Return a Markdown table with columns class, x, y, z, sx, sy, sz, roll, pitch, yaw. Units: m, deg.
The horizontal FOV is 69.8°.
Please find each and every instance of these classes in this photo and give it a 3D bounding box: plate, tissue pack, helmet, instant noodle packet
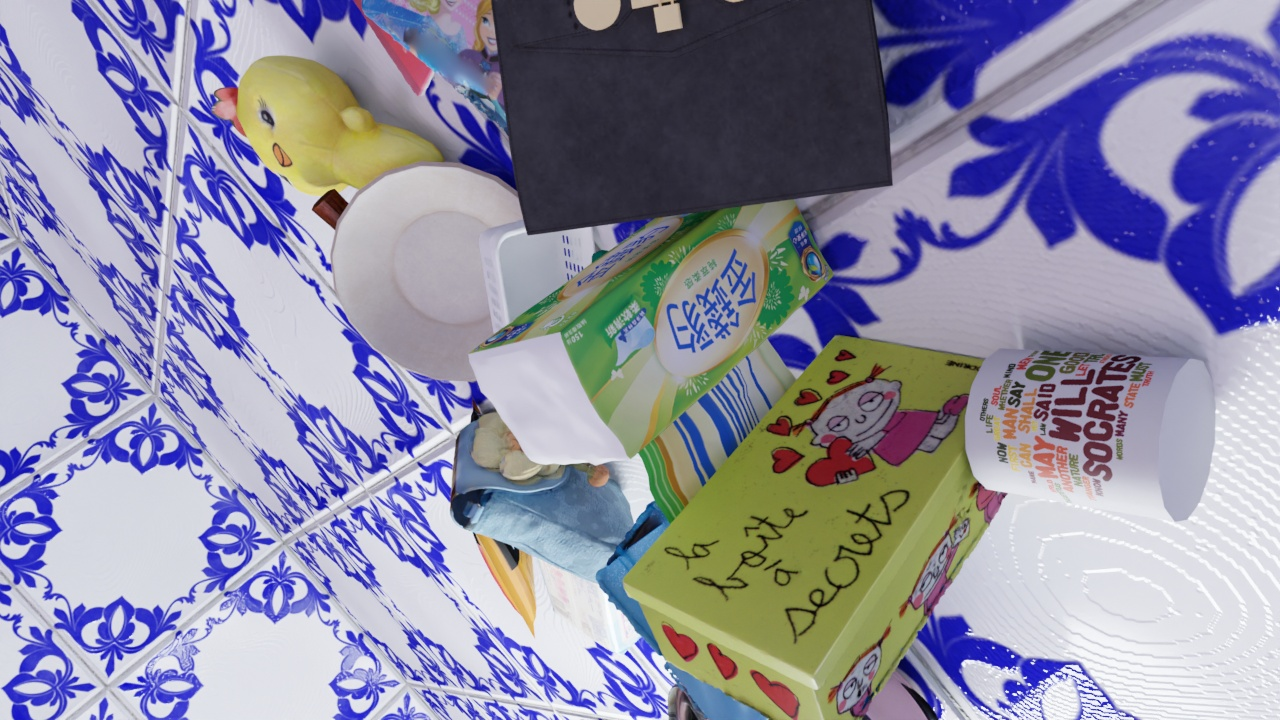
| class | x | y | z | sx | sy | sz | roll | pitch | yaw |
| --- | --- | --- | --- | --- | --- | --- | --- | --- | --- |
| plate | -0.155 | -0.072 | 0.749 | 0.189 | 0.027 | 0.189 | 1 | 117 | 2 |
| tissue pack | 0.025 | 0.001 | 0.530 | 0.120 | 0.197 | 0.141 | -4 | 120 | 60 |
| helmet | 0.154 | 0.322 | 0.771 | 0.255 | 0.152 | 0.230 | 25 | 140 | 27 |
| instant noodle packet | -0.145 | 0.159 | 0.963 | 0.220 | 0.032 | 0.160 | -107 | -3 | -58 |
| tissue pack | -0.053 | 0.234 | 1.005 | 0.112 | 0.069 | 0.182 | 25 | 140 | 32 |

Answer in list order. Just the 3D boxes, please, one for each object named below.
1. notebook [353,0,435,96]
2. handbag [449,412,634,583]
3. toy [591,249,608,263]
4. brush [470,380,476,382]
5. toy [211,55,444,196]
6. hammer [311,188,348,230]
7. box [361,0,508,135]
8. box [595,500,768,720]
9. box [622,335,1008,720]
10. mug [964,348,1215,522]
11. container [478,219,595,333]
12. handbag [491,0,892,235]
| class | x | y | z | sx | sy | sz | roll | pitch | yaw |
| --- | --- | --- | --- | --- | --- | --- | --- | --- | --- |
| notebook | -0.186 | -0.300 | 0.609 | 0.209 | 0.012 | 0.153 | 56 | 149 | -2 |
| handbag | -0.083 | 0.121 | 0.850 | 0.192 | 0.121 | 0.119 | 30 | 112 | -20 |
| toy | -0.004 | 0.004 | 0.671 | 0.130 | 0.072 | 0.193 | 57 | 171 | 40 |
| brush | -0.172 | -0.024 | 0.916 | 0.039 | 0.012 | 0.152 | 41 | 147 | 11 |
| toy | -0.255 | -0.188 | 0.771 | 0.208 | 0.092 | 0.134 | 30 | 152 | 10 |
| hammer | -0.170 | -0.037 | 0.822 | 0.300 | 0.028 | 0.111 | 46 | 149 | -25 |
| box | -0.067 | -0.206 | 0.518 | 0.230 | 0.035 | 0.160 | 41 | 127 | 11 |
| box | 0.076 | 0.147 | 0.662 | 0.174 | 0.033 | 0.232 | 47 | 121 | 24 |
| box | 0.108 | 0.086 | 0.502 | 0.124 | 0.220 | 0.081 | 16 | 137 | 44 |
| mug | 0.227 | 0.041 | 0.457 | 0.090 | 0.073 | 0.105 | 5 | 155 | 48 |
| container | -0.077 | -0.051 | 0.696 | 0.049 | 0.080 | 0.129 | 33 | 135 | 50 |
| handbag | 0.016 | -0.172 | 0.422 | 0.176 | 0.072 | 0.196 | -5 | 114 | 17 |
